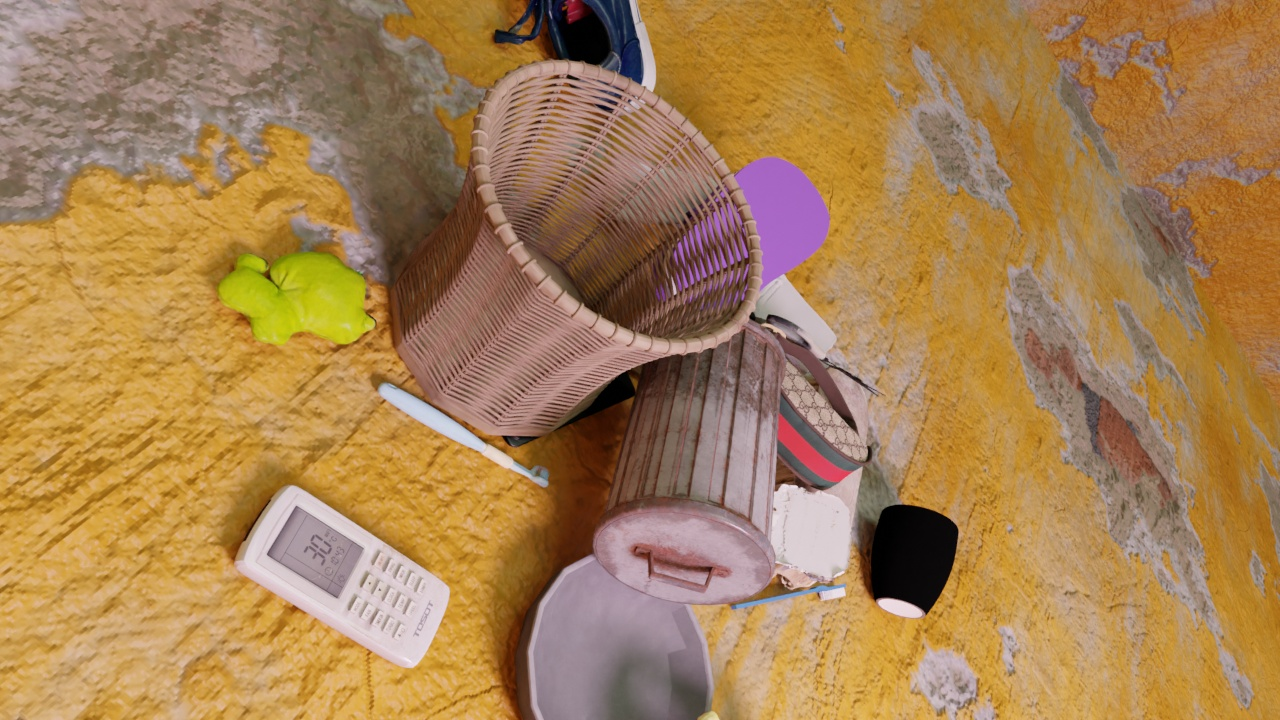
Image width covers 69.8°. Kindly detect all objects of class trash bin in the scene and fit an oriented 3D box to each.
[{"bbox_3d":[0.044,0.078,0.705,0.131,0.131,0.210,37,44,-25],"label":"trash bin"}]

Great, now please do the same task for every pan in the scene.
[{"bbox_3d":[-0.024,0.312,0.641,0.178,0.041,0.356,24,53,-35],"label":"pan"}]

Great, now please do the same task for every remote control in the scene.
[{"bbox_3d":[-0.186,0.139,0.585,0.138,0.026,0.060,41,46,-22],"label":"remote control"},{"bbox_3d":[-0.062,0.033,0.771,0.151,0.020,0.041,-21,85,-47],"label":"remote control"}]

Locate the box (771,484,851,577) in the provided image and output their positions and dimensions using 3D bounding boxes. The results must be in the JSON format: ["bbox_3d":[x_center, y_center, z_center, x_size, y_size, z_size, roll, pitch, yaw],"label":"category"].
[{"bbox_3d":[0.093,0.137,0.828,0.190,0.083,0.110,27,52,-12],"label":"box"}]

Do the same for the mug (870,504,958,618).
[{"bbox_3d":[0.291,0.226,0.985,0.100,0.085,0.119,-67,149,-28],"label":"mug"}]

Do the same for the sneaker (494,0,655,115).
[{"bbox_3d":[-0.082,-0.391,0.919,0.127,0.121,0.294,-2,73,-59],"label":"sneaker"}]

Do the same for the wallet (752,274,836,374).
[{"bbox_3d":[0.160,-0.043,1.023,0.116,0.032,0.086,52,45,2],"label":"wallet"}]

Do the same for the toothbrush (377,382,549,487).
[{"bbox_3d":[-0.131,0.057,0.692,0.155,0.016,0.022,34,15,-28],"label":"toothbrush"}]

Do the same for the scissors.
[{"bbox_3d":[0.184,-0.005,0.969,0.169,0.132,0.012,36,78,-44],"label":"scissors"}]

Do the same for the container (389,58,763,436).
[{"bbox_3d":[-0.059,-0.065,0.675,0.226,0.197,0.226,19,54,-28],"label":"container"}]

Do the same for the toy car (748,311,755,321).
[{"bbox_3d":[0.076,-0.034,0.922,0.100,0.049,0.051,33,49,-29],"label":"toy car"}]

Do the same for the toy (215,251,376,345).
[{"bbox_3d":[-0.233,-0.043,0.630,0.094,0.036,0.093,47,48,-7],"label":"toy"}]

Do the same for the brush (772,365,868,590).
[{"bbox_3d":[0.182,0.111,0.943,0.083,0.057,0.270,41,45,-19],"label":"brush"}]

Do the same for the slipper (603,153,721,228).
[{"bbox_3d":[0.058,-0.164,0.958,0.246,0.075,0.112,-3,40,-48],"label":"slipper"}]

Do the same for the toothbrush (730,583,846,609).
[{"bbox_3d":[0.144,0.228,0.874,0.166,0.016,0.014,4,70,-43],"label":"toothbrush"}]

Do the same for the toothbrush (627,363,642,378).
[{"bbox_3d":[-0.005,0.005,0.846,0.167,0.016,0.016,37,48,-24],"label":"toothbrush"}]

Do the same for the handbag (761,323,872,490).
[{"bbox_3d":[0.156,0.039,0.890,0.166,0.063,0.138,44,31,-9],"label":"handbag"}]

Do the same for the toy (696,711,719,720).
[{"bbox_3d":[0.078,0.338,0.662,0.170,0.065,0.154,28,50,-39],"label":"toy"}]

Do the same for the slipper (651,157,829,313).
[{"bbox_3d":[0.078,-0.103,0.860,0.107,0.084,0.265,56,44,-10],"label":"slipper"}]
